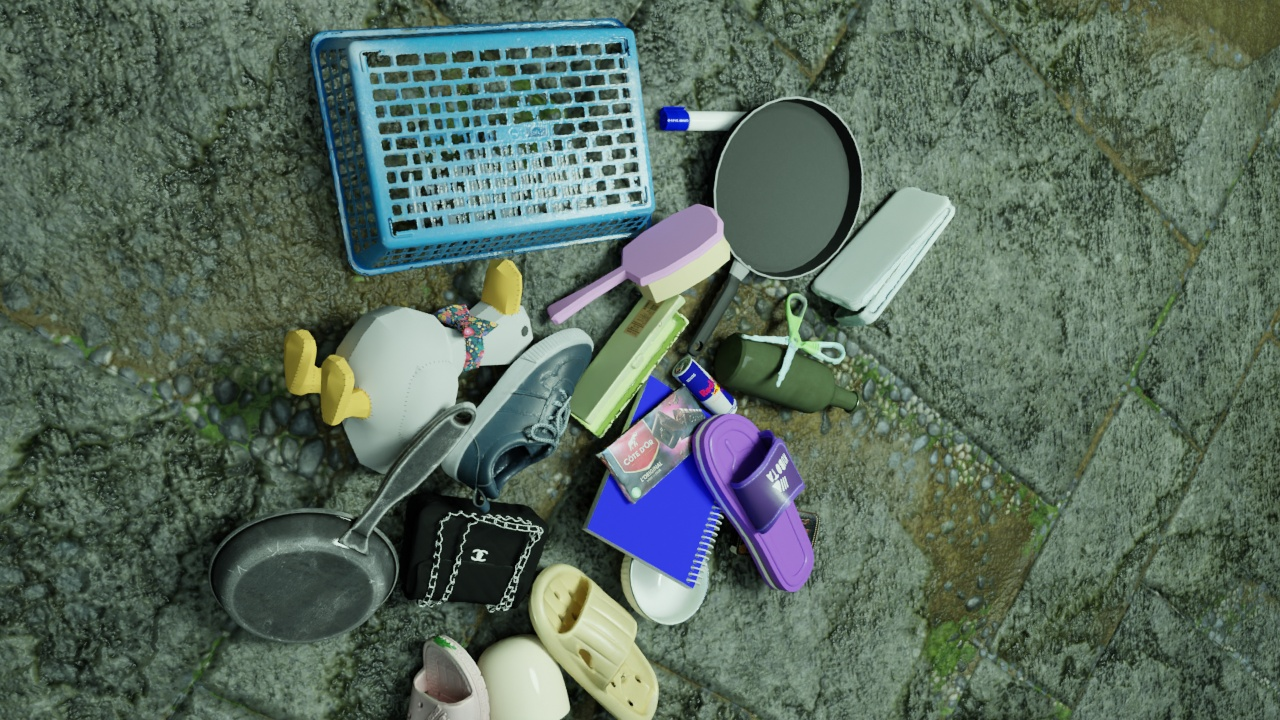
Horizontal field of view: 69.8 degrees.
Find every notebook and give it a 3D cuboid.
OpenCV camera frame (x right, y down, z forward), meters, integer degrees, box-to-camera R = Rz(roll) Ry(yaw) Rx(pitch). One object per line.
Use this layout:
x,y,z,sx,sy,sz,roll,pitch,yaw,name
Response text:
0.038,0.150,1.127,0.171,0.022,0.208,34,62,-22,notebook

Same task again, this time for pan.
0.150,-0.161,1.161,0.225,0.034,0.356,33,88,-30,pan
-0.289,0.172,0.937,0.357,0.055,0.187,-42,125,15,pan

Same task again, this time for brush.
-0.002,-0.100,1.077,0.229,0.089,0.043,-31,132,4,brush

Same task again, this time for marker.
0.088,-0.297,1.132,0.133,0.023,0.027,-6,80,-23,marker

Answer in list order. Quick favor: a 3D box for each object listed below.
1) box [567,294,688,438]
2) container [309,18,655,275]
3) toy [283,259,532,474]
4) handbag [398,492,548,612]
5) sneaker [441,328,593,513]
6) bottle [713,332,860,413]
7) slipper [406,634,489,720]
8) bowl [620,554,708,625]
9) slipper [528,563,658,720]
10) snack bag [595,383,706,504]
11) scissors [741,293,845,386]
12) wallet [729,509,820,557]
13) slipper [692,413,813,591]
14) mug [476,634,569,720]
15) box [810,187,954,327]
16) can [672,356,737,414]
-0.009,0.007,1.103,0.188,0.091,0.083,-52,129,-7,box
-0.149,-0.242,0.998,0.361,0.089,0.257,-12,101,-22,container
-0.232,0.011,0.974,0.266,0.141,0.247,-7,118,-47,toy
-0.185,0.224,1.025,0.153,0.115,0.125,11,94,-28,handbag
-0.119,0.062,1.025,0.087,0.089,0.235,33,70,21,sneaker
0.197,0.026,1.192,0.206,0.071,0.071,19,88,-24,bottle
-0.223,0.433,1.039,0.064,0.094,0.239,-15,108,-50,slipper
0.020,0.266,1.140,0.118,0.062,0.118,8,75,-33,bowl
-0.034,0.341,1.105,0.261,0.079,0.111,58,30,-25,slipper
0.021,0.099,1.107,0.154,0.018,0.074,-38,99,-31,snack bag
0.201,-0.021,1.165,0.160,0.025,0.170,38,48,-15,scissors
0.182,0.232,1.237,0.123,0.019,0.072,12,91,-24,wallet
0.170,0.177,1.149,0.107,0.084,0.266,-43,115,-37,slipper
-0.152,0.376,1.072,0.120,0.096,0.099,-19,83,16,mug
0.337,-0.128,1.222,0.215,0.122,0.083,-45,134,-8,box
0.083,0.036,1.164,0.095,0.032,0.032,43,79,-22,can
